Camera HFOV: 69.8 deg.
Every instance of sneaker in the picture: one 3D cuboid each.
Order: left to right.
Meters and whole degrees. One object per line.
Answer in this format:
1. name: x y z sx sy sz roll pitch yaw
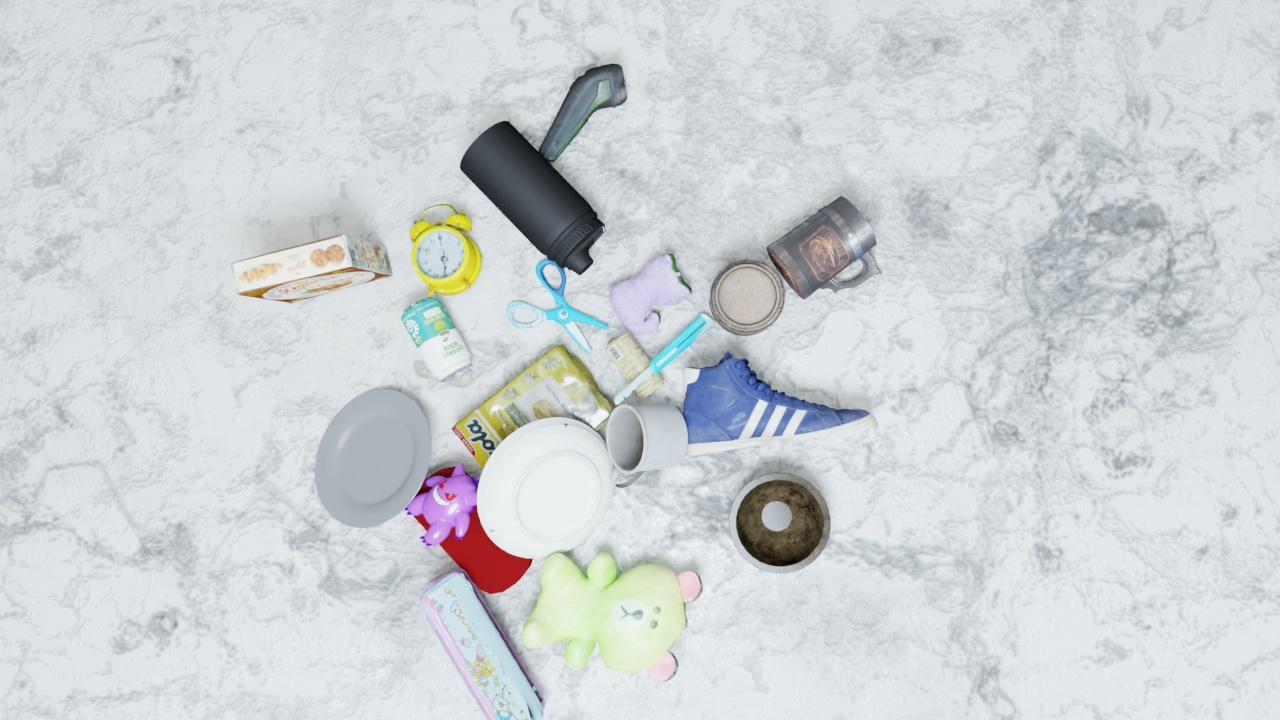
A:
1. sneaker: 0.161 0.040 1.118 0.233 0.091 0.118 -10 86 13

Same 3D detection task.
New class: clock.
1. clock: -0.249 -0.140 1.166 0.083 0.057 0.118 -11 81 4

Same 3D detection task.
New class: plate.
1. plate: -0.338 0.124 1.166 0.179 0.012 0.178 -8 70 22
2. plate: -0.106 0.161 1.113 0.182 0.034 0.182 -8 107 -27

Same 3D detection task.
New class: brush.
1. brush: -0.211 0.214 1.168 0.082 0.042 0.173 -44 87 3

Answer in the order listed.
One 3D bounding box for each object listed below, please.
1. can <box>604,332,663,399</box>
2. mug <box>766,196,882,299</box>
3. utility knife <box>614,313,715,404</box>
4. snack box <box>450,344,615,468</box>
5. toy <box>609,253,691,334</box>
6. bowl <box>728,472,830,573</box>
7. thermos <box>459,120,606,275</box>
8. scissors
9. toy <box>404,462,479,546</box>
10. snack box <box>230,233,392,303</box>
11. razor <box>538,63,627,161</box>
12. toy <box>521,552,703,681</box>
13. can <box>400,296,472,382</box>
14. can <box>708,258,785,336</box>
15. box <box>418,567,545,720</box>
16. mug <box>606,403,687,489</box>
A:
1. can: -0.007 0.007 1.153 0.038 0.038 0.079 -36 87 4
2. mug: 0.229 -0.124 1.121 0.107 0.080 0.116 -36 115 3
3. utility knife: 0.029 0.001 1.135 0.166 0.015 0.022 -44 97 -16
4. snack box: -0.131 0.076 1.160 0.181 0.045 0.121 -38 87 4
5. toy: 0.014 -0.080 1.153 0.100 0.036 0.080 -29 97 9
6. bowl: 0.169 0.195 1.128 0.121 0.056 0.121 0 90 5
7. thermos: -0.125 -0.196 1.139 0.086 0.086 0.198 -44 86 3
8. scissors: -0.098 -0.072 1.175 0.140 0.013 0.118 17 91 7
9. toy: -0.232 0.175 1.120 0.088 0.056 0.106 -48 52 8
10. snack box: -0.401 -0.111 1.133 0.143 0.147 0.041 -14 89 4
11. razor: -0.072 -0.310 1.157 0.067 0.054 0.151 35 99 -13
12. toy: -0.037 0.311 1.129 0.197 0.107 0.150 17 75 -4
13. can: -0.258 -0.027 1.166 0.055 0.055 0.101 -30 87 4
14. can: 0.129 -0.076 1.122 0.090 0.074 0.090 0 90 5
15. box: -0.208 0.368 1.123 0.090 0.091 0.214 -31 91 38
16. mug: 0.004 0.107 1.125 0.070 0.084 0.113 -1 119 -35
